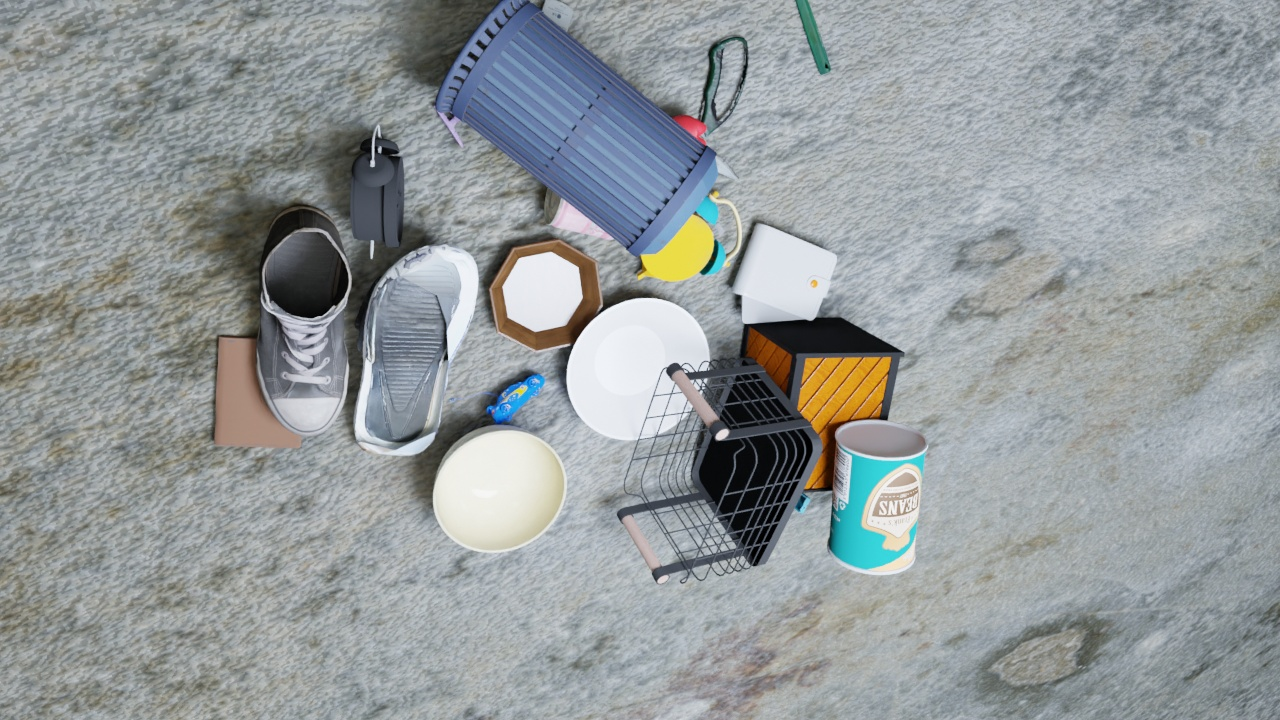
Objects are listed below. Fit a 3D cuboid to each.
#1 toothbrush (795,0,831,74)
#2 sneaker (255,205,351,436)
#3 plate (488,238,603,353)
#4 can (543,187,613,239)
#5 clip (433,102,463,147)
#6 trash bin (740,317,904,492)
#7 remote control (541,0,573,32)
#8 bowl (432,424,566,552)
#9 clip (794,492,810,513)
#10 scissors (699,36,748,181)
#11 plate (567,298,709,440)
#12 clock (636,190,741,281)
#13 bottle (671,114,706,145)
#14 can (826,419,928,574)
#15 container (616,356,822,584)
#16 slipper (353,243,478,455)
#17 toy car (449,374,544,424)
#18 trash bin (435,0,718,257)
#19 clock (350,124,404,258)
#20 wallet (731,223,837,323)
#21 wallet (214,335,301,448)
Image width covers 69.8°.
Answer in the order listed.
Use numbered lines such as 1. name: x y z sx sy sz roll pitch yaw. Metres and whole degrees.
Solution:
1. toothbrush: 0.175 -0.403 1.001 0.016 0.017 0.190 -30 116 -7
2. sneaker: -0.327 -0.027 0.898 0.095 0.120 0.235 5 104 -22
3. plate: -0.107 -0.073 1.018 0.131 0.025 0.131 -7 112 -17
4. can: -0.057 -0.168 0.978 0.076 0.067 0.067 10 106 -22
5. clip: -0.191 -0.243 0.933 0.029 0.013 0.050 -47 115 0
6. trash bin: 0.205 0.050 1.112 0.139 0.139 0.172 -1 110 -20
7. remote control: -0.105 -0.300 0.941 0.033 0.013 0.137 15 104 -24
8. bowl: -0.166 0.136 1.048 0.150 0.075 0.151 -6 111 -17
9. clip: 0.176 0.154 1.157 0.120 0.130 0.030 24 98 -43
10. scissors: 0.045 -0.274 1.005 0.201 0.015 0.206 23 99 -25
11. plate: -0.006 0.007 1.078 0.173 0.036 0.174 -7 112 -17
12. clock: 0.052 -0.136 1.039 0.129 0.043 0.099 -17 125 -4
13. bottle: 0.000 -0.236 0.972 0.141 0.042 0.042 -7 112 -14
14. can: 0.266 0.153 1.036 0.099 0.099 0.144 -7 112 -17
15. container: 0.079 0.124 1.043 0.130 0.162 0.242 -6 131 -30
16. slipper: -0.246 -0.014 0.973 0.111 0.063 0.264 5 121 -23
17. toy car: -0.161 0.034 1.044 0.062 0.033 0.091 42 71 12
18. trash bin: -0.053 -0.218 0.879 0.249 0.139 0.139 37 94 -9
19. clock: -0.256 -0.168 0.894 0.042 0.091 0.121 2 122 -10
20. wallet: 0.169 -0.090 1.100 0.118 0.037 0.115 18 95 -24
21. wallet: -0.397 0.035 0.961 0.087 0.013 0.121 4 106 -21
